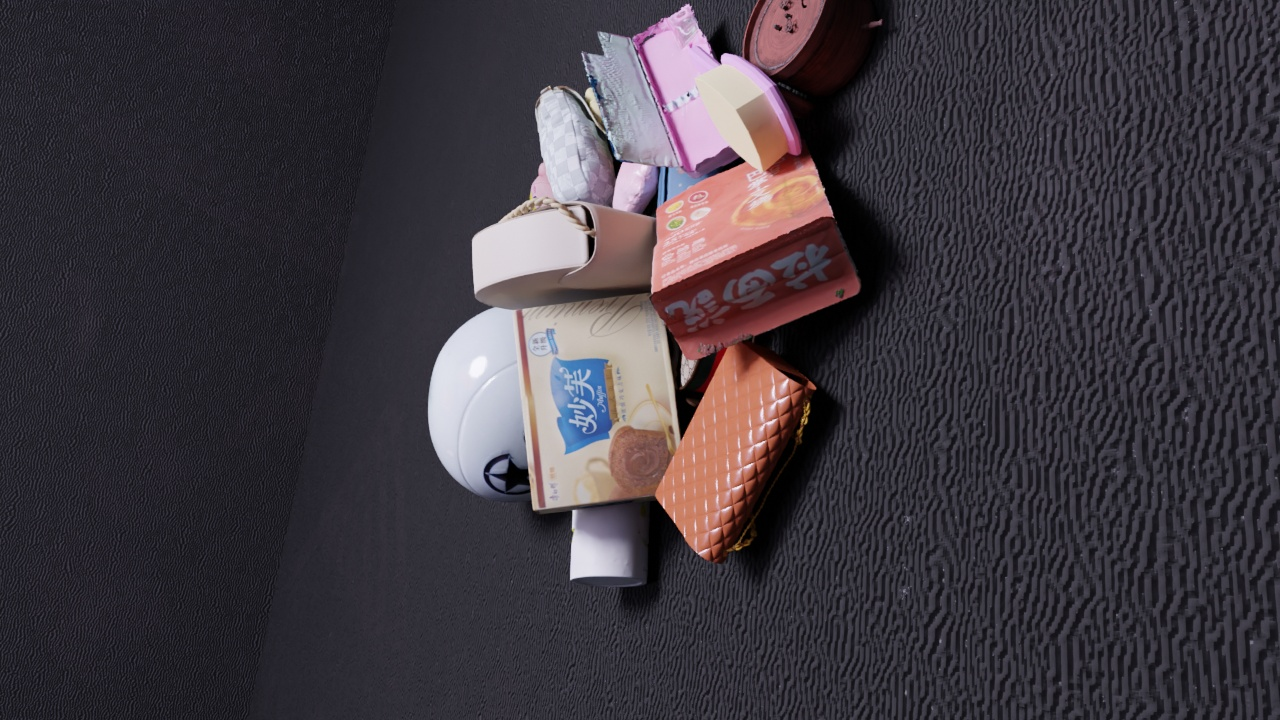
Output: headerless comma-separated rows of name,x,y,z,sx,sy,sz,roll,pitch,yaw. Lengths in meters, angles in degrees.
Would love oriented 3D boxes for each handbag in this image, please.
handbag,-0.064,-0.273,1.212,0.123,0.112,0.171,-19,67,17
handbag,0.072,-0.037,0.922,0.138,0.063,0.166,-149,71,-78
handbag,0.090,0.081,0.815,0.172,0.060,0.109,-65,25,13
handbag,-0.066,-0.094,0.968,0.209,0.210,0.103,-12,79,43

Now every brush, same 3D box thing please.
brush,0.084,-0.261,0.905,0.043,0.089,0.228,-33,38,1

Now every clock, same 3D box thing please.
clock,0.153,-0.302,0.875,0.158,0.072,0.120,-41,43,45

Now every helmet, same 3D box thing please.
helmet,-0.183,0.053,1.145,0.236,0.163,0.264,-118,25,-49

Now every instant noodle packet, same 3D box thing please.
instant noodle packet,0.089,-0.123,0.828,0.165,0.084,0.220,-24,37,15

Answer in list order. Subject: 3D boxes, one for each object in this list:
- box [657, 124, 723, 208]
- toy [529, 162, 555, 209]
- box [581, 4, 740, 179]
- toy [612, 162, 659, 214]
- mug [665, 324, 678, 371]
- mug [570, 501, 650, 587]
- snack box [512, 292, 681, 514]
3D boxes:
box,0.047,-0.228,1.054,0.121,0.049,0.209,-27,54,53
toy,-0.117,-0.228,1.341,0.132,0.096,0.124,-15,103,50
box,0.022,-0.296,1.026,0.066,0.158,0.230,86,169,-57
toy,-0.002,-0.222,1.133,0.093,0.050,0.102,-174,101,-73
mug,-0.006,0.006,1.022,0.090,0.073,0.105,-21,88,56
mug,-0.031,0.179,0.962,0.083,0.082,0.106,-30,53,53
snack box,-0.041,0.043,0.925,0.055,0.153,0.207,85,177,-78
